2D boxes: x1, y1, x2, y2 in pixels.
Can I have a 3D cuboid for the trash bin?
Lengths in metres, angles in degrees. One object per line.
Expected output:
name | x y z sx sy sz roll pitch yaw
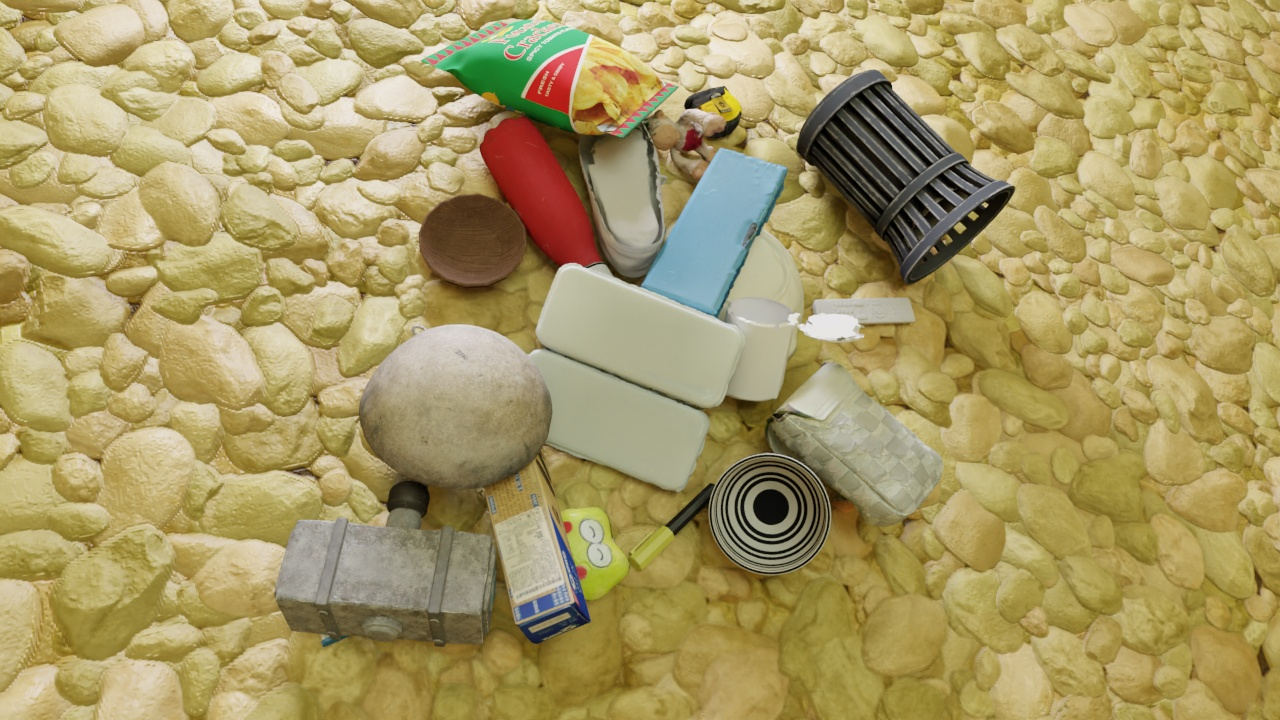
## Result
trash bin | 0.316 -0.234 1.136 0.164 0.165 0.227 -30 71 -26

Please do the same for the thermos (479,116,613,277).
thermos | -0.099 -0.164 1.036 0.073 0.073 0.239 -24 73 -24

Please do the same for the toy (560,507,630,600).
toy | -0.073 0.192 0.881 0.115 0.046 0.092 -19 68 -14

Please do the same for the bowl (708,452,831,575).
bowl | 0.132 0.153 0.935 0.120 0.066 0.120 0 88 10

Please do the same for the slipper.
slipper | -0.017 -0.201 1.074 0.112 0.075 0.246 4 53 -20

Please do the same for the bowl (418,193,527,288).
bowl | -0.185 -0.127 1.015 0.118 0.030 0.117 3 66 -7

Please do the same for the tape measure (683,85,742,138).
tape measure | 0.099 -0.322 1.188 0.065 0.037 0.064 -21 70 -23

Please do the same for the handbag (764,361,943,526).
handbag | 0.218 0.100 0.963 0.171 0.124 0.112 42 52 13

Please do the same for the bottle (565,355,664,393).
bottle | -0.006 0.006 0.983 0.181 0.059 0.059 24 60 -2

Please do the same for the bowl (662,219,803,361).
bowl | 0.112 -0.096 1.066 0.188 0.060 0.219 -26 72 -25

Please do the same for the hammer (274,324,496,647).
hammer | -0.212 0.102 0.867 0.177 0.080 0.325 5 53 -4

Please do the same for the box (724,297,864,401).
box | 0.158 -0.003 0.983 0.150 0.106 0.080 13 29 17

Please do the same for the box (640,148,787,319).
box | 0.084 -0.138 1.028 0.093 0.053 0.230 19 60 14

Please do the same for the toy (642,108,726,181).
toy | 0.051 -0.282 1.134 0.106 0.085 0.074 21 39 7

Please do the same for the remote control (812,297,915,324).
remote control | 0.272 -0.058 1.116 0.130 0.012 0.033 -2 67 -16

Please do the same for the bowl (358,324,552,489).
bowl | -0.166 0.025 0.848 0.178 0.081 0.178 7 47 -8

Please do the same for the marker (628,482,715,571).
marker | 0.035 0.167 0.937 0.021 0.018 0.123 46 61 9

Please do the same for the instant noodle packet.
instant noodle packet | -0.100 -0.341 1.094 0.253 0.090 0.195 23 38 9

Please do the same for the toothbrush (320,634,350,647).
toothbrush | -0.211 0.222 0.844 0.166 0.016 0.014 -20 68 -24

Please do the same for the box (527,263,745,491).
box | -0.018 0.018 0.939 0.209 0.037 0.188 23 89 -2

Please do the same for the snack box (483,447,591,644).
snack box | -0.103 0.154 0.849 0.056 0.057 0.206 -21 53 0
